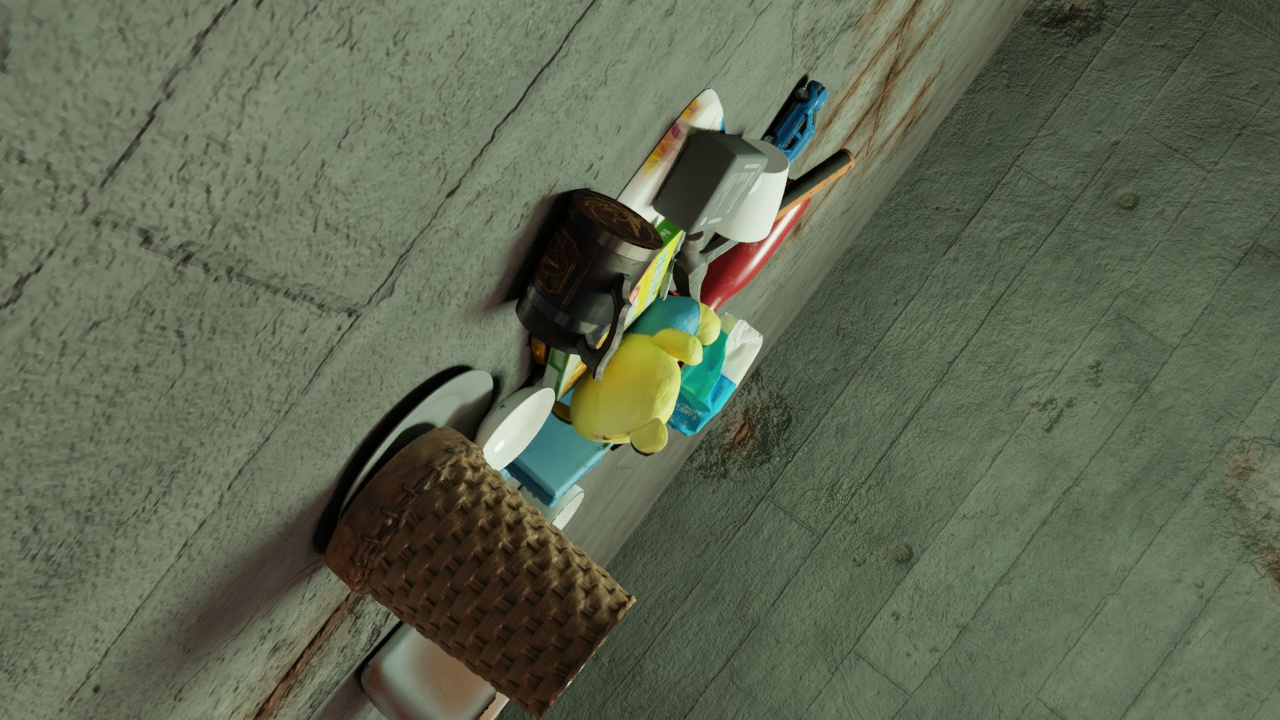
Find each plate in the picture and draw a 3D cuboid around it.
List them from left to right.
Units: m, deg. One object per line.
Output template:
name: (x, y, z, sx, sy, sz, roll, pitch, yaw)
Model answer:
plate: (-0.187, 0.076, 0.762, 0.178, 0.012, 0.178, -50, 169, -14)
plate: (-0.123, 0.060, 0.846, 0.104, 0.026, 0.104, -47, 166, -16)
plate: (0.027, -0.162, 0.893, 0.187, 0.016, 0.187, -53, 169, -1)

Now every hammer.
hammer: (0.159, -0.176, 1.151, 0.313, 0.035, 0.138, -36, 149, -26)

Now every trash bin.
trash bin: (-0.220, 0.375, 1.188, 0.259, 0.157, 0.182, -49, 168, -28)
trash bin: (-0.123, 0.174, 0.740, 0.151, 0.210, 0.151, -50, 169, -13)

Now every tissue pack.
tissue pack: (0.081, 0.023, 1.117, 0.116, 0.066, 0.209, -56, 176, -15)

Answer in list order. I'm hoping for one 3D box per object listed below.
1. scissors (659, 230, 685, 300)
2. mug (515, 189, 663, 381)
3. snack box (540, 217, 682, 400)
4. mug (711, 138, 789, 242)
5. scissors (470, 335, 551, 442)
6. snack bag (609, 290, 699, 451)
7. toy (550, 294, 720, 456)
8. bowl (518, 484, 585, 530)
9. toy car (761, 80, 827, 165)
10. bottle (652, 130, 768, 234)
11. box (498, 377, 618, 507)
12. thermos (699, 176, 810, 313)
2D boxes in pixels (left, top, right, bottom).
scissors: (0.036, -0.120, 0.997, 0.141, 0.014, 0.147, -80, -174, -58)
mug: (-0.035, -0.057, 0.719, 0.080, 0.115, 0.107, 10, 123, -40)
snack box: (-0.029, -0.048, 0.895, 0.167, 0.027, 0.132, -48, 170, -29)
mug: (0.120, -0.203, 1.034, 0.114, 0.081, 0.088, -87, -170, -46)
scissors: (-0.113, 0.027, 0.909, 0.228, 0.016, 0.226, -49, 170, -22)
snack bag: (0.015, 0.015, 1.203, 0.208, 0.066, 0.139, -57, -156, 9)
toy: (-0.006, 0.006, 0.983, 0.149, 0.084, 0.213, -9, -145, 38)
bowl: (-0.135, 0.201, 1.234, 0.116, 0.065, 0.116, -50, 169, -14)
toy car: (0.187, -0.282, 1.115, 0.120, 0.043, 0.056, -57, 168, 17)
bottle: (0.079, -0.175, 0.892, 0.084, 0.046, 0.173, -58, 168, 23)
box: (-0.082, 0.098, 1.076, 0.230, 0.094, 0.112, -42, 167, -47)
thermos: (0.134, -0.145, 1.246, 0.240, 0.073, 0.073, -54, 169, 5)
